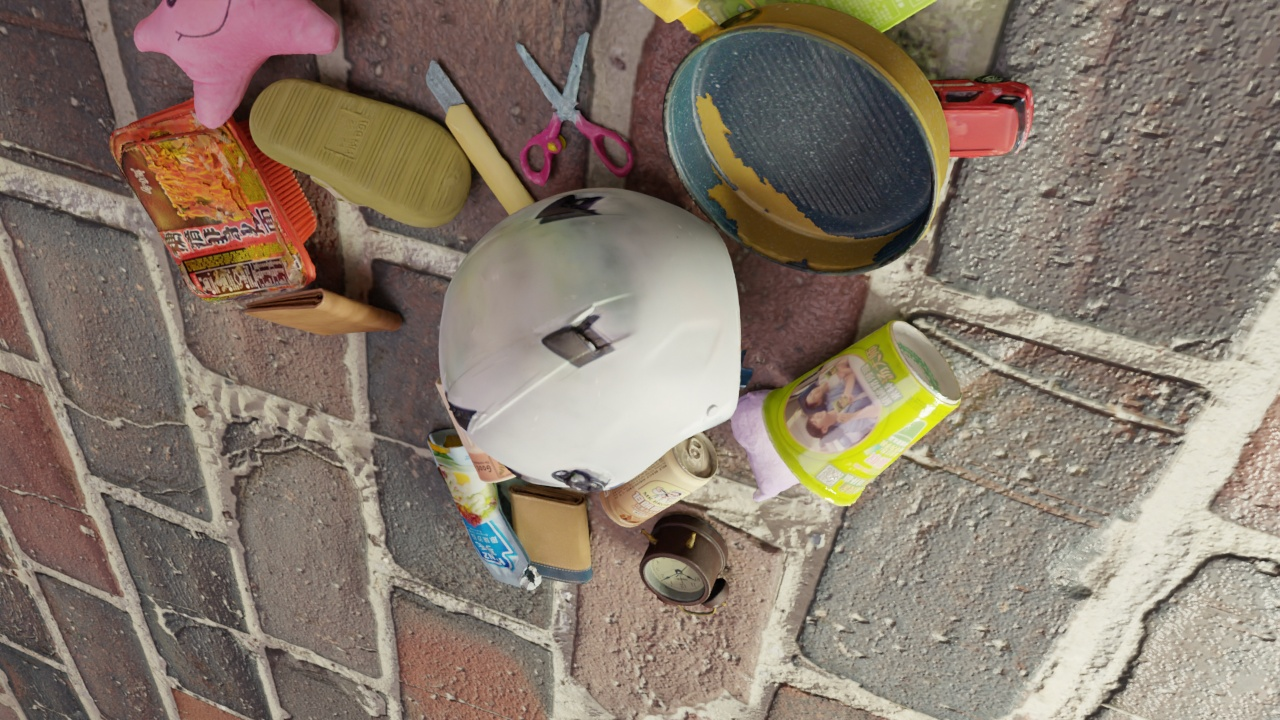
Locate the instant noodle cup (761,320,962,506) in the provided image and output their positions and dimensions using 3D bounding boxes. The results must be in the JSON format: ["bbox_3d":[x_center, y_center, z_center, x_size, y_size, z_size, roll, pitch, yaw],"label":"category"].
[{"bbox_3d":[0.177,0.035,0.716,0.111,0.111,0.124,43,122,-8],"label":"instant noodle cup"}]

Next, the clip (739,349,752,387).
[{"bbox_3d":[0.067,0.005,0.795,0.058,0.027,0.045,1,130,29],"label":"clip"}]

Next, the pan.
[{"bbox_3d":[0.052,-0.187,0.580,0.198,0.078,0.357,-10,127,50],"label":"pan"}]

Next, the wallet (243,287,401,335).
[{"bbox_3d":[-0.311,-0.044,0.900,0.115,0.101,0.020,-4,76,29],"label":"wallet"}]

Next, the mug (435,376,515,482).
[{"bbox_3d":[-0.125,0.048,0.871,0.115,0.081,0.106,-13,109,30],"label":"mug"}]

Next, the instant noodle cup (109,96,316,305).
[{"bbox_3d":[-0.388,-0.152,0.861,0.165,0.078,0.189,-5,121,28],"label":"instant noodle cup"}]

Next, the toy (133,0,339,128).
[{"bbox_3d":[-0.339,-0.292,0.739,0.195,0.074,0.178,-22,89,22],"label":"toy"}]

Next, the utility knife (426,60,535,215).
[{"bbox_3d":[-0.123,-0.163,0.767,0.031,0.020,0.188,-29,114,17],"label":"utility knife"}]

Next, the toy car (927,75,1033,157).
[{"bbox_3d":[0.194,-0.159,0.607,0.121,0.045,0.053,6,123,24],"label":"toy car"}]

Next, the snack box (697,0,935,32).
[{"bbox_3d":[0.121,-0.241,0.595,0.157,0.026,0.086,-25,110,35],"label":"snack box"}]

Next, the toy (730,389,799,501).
[{"bbox_3d":[0.120,0.072,0.806,0.084,0.038,0.108,-19,109,18],"label":"toy"}]

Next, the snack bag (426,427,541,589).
[{"bbox_3d":[-0.168,0.164,0.985,0.110,0.038,0.191,0,117,42],"label":"snack bag"}]

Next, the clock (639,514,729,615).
[{"bbox_3d":[0.046,0.212,0.927,0.082,0.055,0.122,-2,123,26],"label":"clock"}]

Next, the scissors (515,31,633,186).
[{"bbox_3d":[-0.053,-0.190,0.721,0.131,0.017,0.134,28,126,8],"label":"scissors"}]

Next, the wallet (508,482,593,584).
[{"bbox_3d":[-0.097,0.187,0.993,0.090,0.033,0.115,9,125,16],"label":"wallet"}]

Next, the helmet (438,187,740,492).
[{"bbox_3d":[-0.061,-0.025,0.682,0.259,0.228,0.146,-19,150,28],"label":"helmet"}]

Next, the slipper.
[{"bbox_3d":[-0.234,-0.174,0.784,0.190,0.091,0.082,24,169,-3],"label":"slipper"}]

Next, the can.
[{"bbox_3d":[0.015,0.111,0.869,0.058,0.058,0.117,44,130,-9],"label":"can"}]
